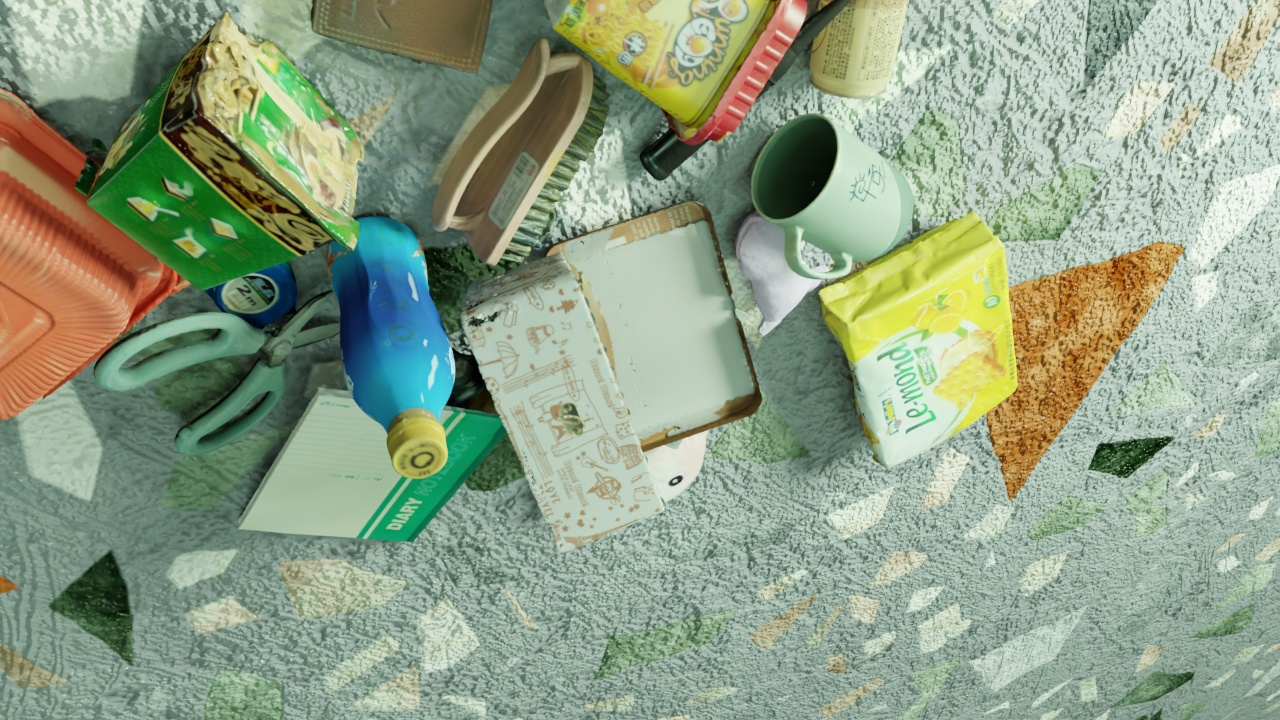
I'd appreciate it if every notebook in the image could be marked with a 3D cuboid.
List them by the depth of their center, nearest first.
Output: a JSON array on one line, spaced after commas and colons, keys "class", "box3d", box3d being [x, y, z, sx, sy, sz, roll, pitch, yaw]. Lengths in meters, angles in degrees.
[{"class": "notebook", "box3d": [-0.209, 0.089, 0.716, 0.150, 0.012, 0.210, 12, 140, -33]}]

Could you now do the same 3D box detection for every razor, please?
[{"class": "razor", "box3d": [-0.096, 0.030, 0.735, 0.167, 0.062, 0.068, 14, 150, -38]}]

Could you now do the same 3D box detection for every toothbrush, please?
[{"class": "toothbrush", "box3d": [0.084, -0.194, 0.613, 0.213, 0.027, 0.026, -36, 141, 28]}]

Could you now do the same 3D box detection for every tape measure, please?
[{"class": "tape measure", "box3d": [-0.259, -0.049, 0.616, 0.054, 0.025, 0.058, -27, 140, -3]}]

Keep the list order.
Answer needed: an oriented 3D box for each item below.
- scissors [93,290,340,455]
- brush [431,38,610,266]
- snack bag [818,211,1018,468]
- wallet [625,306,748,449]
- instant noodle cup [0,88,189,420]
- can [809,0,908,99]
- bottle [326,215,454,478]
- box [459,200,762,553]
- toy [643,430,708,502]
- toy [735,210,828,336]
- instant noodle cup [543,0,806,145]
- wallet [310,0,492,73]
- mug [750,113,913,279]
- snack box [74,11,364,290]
[{"class": "scissors", "box3d": [-0.285, 0.015, 0.632, 0.169, 0.019, 0.182, -19, 152, -44]}, {"class": "brush", "box3d": [-0.077, -0.136, 0.600, 0.073, 0.063, 0.146, 14, 120, -44]}, {"class": "snack bag", "box3d": [0.260, -0.013, 0.848, 0.158, 0.068, 0.247, -29, 133, -1]}, {"class": "wallet", "box3d": [0.017, -0.001, 0.745, 0.106, 0.037, 0.130, 24, 99, -25]}, {"class": "instant noodle cup", "box3d": [-0.377, -0.045, 0.531, 0.189, 0.079, 0.164, -37, 133, 6]}, {"class": "can", "box3d": [0.150, -0.242, 0.619, 0.058, 0.058, 0.116, -10, 130, -17]}, {"class": "bottle", "box3d": [-0.152, -0.013, 0.562, 0.065, 0.218, 0.065, -12, 130, -15]}, {"class": "box", "box3d": [-0.006, 0.004, 0.639, 0.197, 0.157, 0.181, -19, 105, -5]}, {"class": "toy", "box3d": [0.013, 0.068, 0.818, 0.121, 0.054, 0.160, 20, 109, -35]}, {"class": "toy", "box3d": [0.113, -0.080, 0.748, 0.083, 0.039, 0.108, -42, 130, -11]}, {"class": "instant noodle cup", "box3d": [0.015, -0.212, 0.556, 0.123, 0.116, 0.116, 23, 116, -23]}, {"class": "wallet", "box3d": [-0.129, -0.235, 0.520, 0.101, 0.032, 0.125, 5, 124, -25]}, {"class": "mug", "box3d": [0.145, -0.112, 0.693, 0.106, 0.082, 0.111, 21, 80, -39]}, {"class": "snack box", "box3d": [-0.238, -0.109, 0.528, 0.106, 0.118, 0.117, -27, 134, 15]}]
